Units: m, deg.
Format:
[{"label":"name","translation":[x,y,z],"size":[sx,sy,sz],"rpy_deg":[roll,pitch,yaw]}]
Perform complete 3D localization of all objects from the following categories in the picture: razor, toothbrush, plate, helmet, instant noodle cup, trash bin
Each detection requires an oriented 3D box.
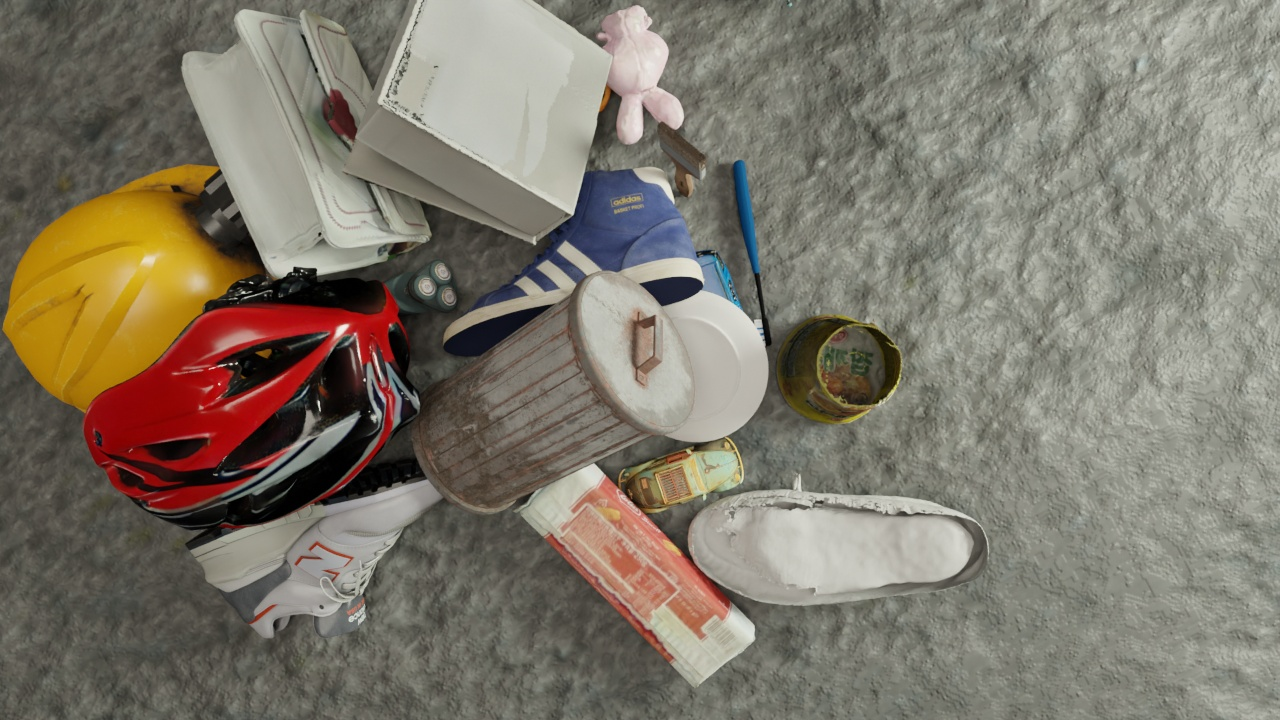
[{"label":"razor","translation":[-0.231,-0.049,0.803],"size":[0.143,0.052,0.047],"rpy_deg":[-15,89,9]},{"label":"toothbrush","translation":[0.099,-0.095,0.816],"size":[0.014,0.014,0.167],"rpy_deg":[-9,89,11]},{"label":"plate","translation":[0.042,0.007,0.786],"size":[0.135,0.011,0.134],"rpy_deg":[4,104,17]},{"label":"helmet","translation":[-0.291,0.037,0.704],"size":[0.273,0.217,0.167],"rpy_deg":[-27,90,27]},{"label":"helmet","translation":[-0.417,-0.053,0.756],"size":[0.255,0.131,0.205],"rpy_deg":[-40,92,1]},{"label":"instant noodle cup","translation":[0.173,0.007,0.772],"size":[0.102,0.108,0.102],"rpy_deg":[0,89,0]},{"label":"trash bin","translation":[-0.065,0.028,0.718],"size":[0.212,0.130,0.131],"rpy_deg":[-29,91,31]}]

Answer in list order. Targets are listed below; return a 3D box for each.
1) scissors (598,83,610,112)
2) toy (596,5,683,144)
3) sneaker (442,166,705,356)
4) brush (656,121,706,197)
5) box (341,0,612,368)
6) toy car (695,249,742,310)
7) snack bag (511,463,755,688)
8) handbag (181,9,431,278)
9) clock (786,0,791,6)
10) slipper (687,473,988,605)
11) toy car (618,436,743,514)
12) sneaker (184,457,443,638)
[{"label":"scissors","translation":[-0.085,-0.216,0.814],"size":[0.070,0.013,0.130],"rpy_deg":[41,89,0]},{"label":"toy","translation":[-0.003,-0.247,0.798],"size":[0.063,0.047,0.110],"rpy_deg":[-15,98,-2]},{"label":"sneaker","translation":[-0.070,-0.091,0.781],"size":[0.233,0.091,0.118],"rpy_deg":[-15,72,17]},{"label":"brush","translation":[0.036,-0.155,0.751],"size":[0.045,0.143,0.008],"rpy_deg":[41,89,7]},{"label":"box","translation":[-0.175,-0.152,0.837],"size":[0.171,0.405,0.168],"rpy_deg":[20,62,-16]},{"label":"toy car","translation":[0.064,-0.038,0.803],"size":[0.056,0.043,0.120],"rpy_deg":[-20,92,-1]},{"label":"snack bag","translation":[-0.004,0.182,0.802],"size":[0.225,0.041,0.078],"rpy_deg":[46,106,0]},{"label":"handbag","translation":[-0.260,-0.175,0.751],"size":[0.096,0.141,0.198],"rpy_deg":[-23,92,30]},{"label":"clock","translation":[0.115,-0.375,0.793],"size":[0.090,0.053,0.124],"rpy_deg":[11,91,-2]},{"label":"slipper","translation":[0.165,0.153,0.791],"size":[0.247,0.074,0.112],"rpy_deg":[-1,77,6]},{"label":"toy car","translation":[0.035,0.104,0.803],"size":[0.112,0.047,0.047],"rpy_deg":[-19,92,3]},{"label":"sneaker","translation":[-0.257,0.169,0.789],"size":[0.240,0.088,0.124],"rpy_deg":[-15,100,8]}]
